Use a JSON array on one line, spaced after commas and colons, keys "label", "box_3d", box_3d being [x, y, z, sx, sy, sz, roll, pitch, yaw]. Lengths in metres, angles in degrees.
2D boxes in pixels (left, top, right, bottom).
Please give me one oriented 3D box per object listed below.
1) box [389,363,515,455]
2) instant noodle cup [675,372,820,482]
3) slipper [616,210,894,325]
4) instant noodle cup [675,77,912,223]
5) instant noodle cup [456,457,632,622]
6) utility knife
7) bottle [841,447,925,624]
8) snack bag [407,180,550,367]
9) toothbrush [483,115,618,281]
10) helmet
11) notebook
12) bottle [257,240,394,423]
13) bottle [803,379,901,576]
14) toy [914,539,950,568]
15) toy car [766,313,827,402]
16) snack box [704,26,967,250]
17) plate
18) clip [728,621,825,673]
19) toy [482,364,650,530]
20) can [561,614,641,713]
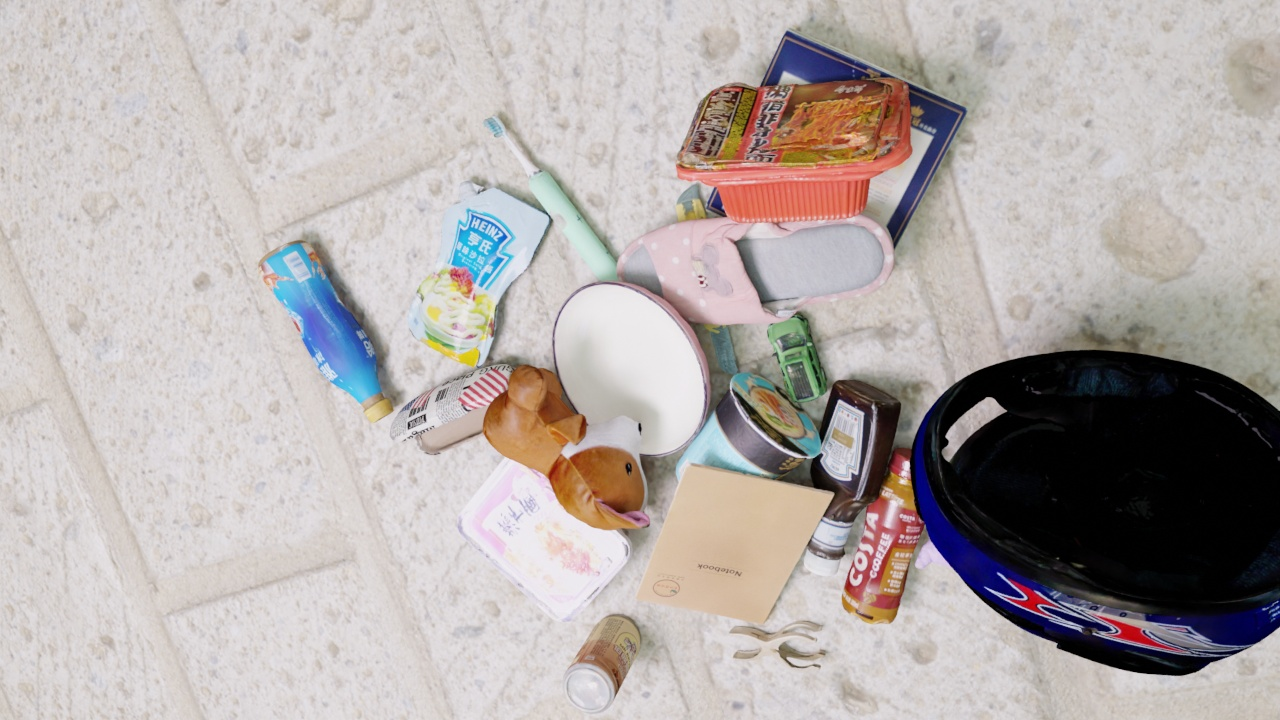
[{"label": "box", "box_3d": [-0.203, 0.052, 1.002, 0.163, 0.087, 0.076, -21, 81, 23]}, {"label": "instant noodle cup", "box_3d": [0.101, 0.092, 0.921, 0.111, 0.111, 0.121, 40, 118, 4]}, {"label": "slipper", "box_3d": [0.099, -0.084, 0.866, 0.275, 0.054, 0.114, -3, 118, 26]}, {"label": "instant noodle cup", "box_3d": [0.134, -0.178, 0.779, 0.189, 0.164, 0.079, 0, 129, 18]}, {"label": "instant noodle cup", "box_3d": [-0.101, 0.186, 1.016, 0.173, 0.060, 0.138, 42, 110, 5]}, {"label": "utility knife", "box_3d": [0.069, -0.079, 0.935, 0.031, 0.021, 0.198, -11, 104, 24]}, {"label": "bottle", "box_3d": [0.249, 0.174, 0.915, 0.057, 0.057, 0.175, 15, 106, 12]}, {"label": "snack bag", "box_3d": [-0.180, -0.095, 0.989, 0.110, 0.038, 0.191, 31, 108, 18]}, {"label": "toothbrush", "box_3d": [-0.088, -0.164, 0.951, 0.224, 0.027, 0.027, 53, 136, 0]}, {"label": "helmet", "box_3d": [0.372, 0.127, 0.769, 0.315, 0.241, 0.246, 9, 66, 7]}, {"label": "notebook", "box_3d": [0.090, 0.191, 0.930, 0.148, 0.008, 0.208, 13, 127, -7]}, {"label": "bottle", "box_3d": [-0.348, -0.029, 1.037, 0.065, 0.065, 0.218, -30, 94, 20]}, {"label": "bottle", "box_3d": [0.201, 0.120, 0.909, 0.044, 0.080, 0.195, 2, 108, -30]}, {"label": "toy", "box_3d": [0.335, 0.181, 0.903, 0.108, 0.039, 0.084, 17, 87, 13]}, {"label": "toy car", "box_3d": [0.156, -0.001, 0.915, 0.043, 0.036, 0.091, -18, 93, 20]}, {"label": "snack box", "box_3d": [0.179, -0.187, 0.860, 0.178, 0.045, 0.183, 28, 108, 9]}, {"label": "plate", "box_3d": [-0.006, 0.005, 0.936, 0.193, 0.038, 0.193, 18, 123, 31]}, {"label": "clip", "box_3d": [0.147, 0.295, 0.986, 0.105, 0.034, 0.082, 12, 108, 21]}, {"label": "toy", "box_3d": [-0.061, 0.092, 0.931, 0.130, 0.140, 0.199, -40, 85, 3]}, {"label": "can", "box_3d": [-0.040, 0.329, 1.001, 0.058, 0.116, 0.058, 4, 104, 15]}]
